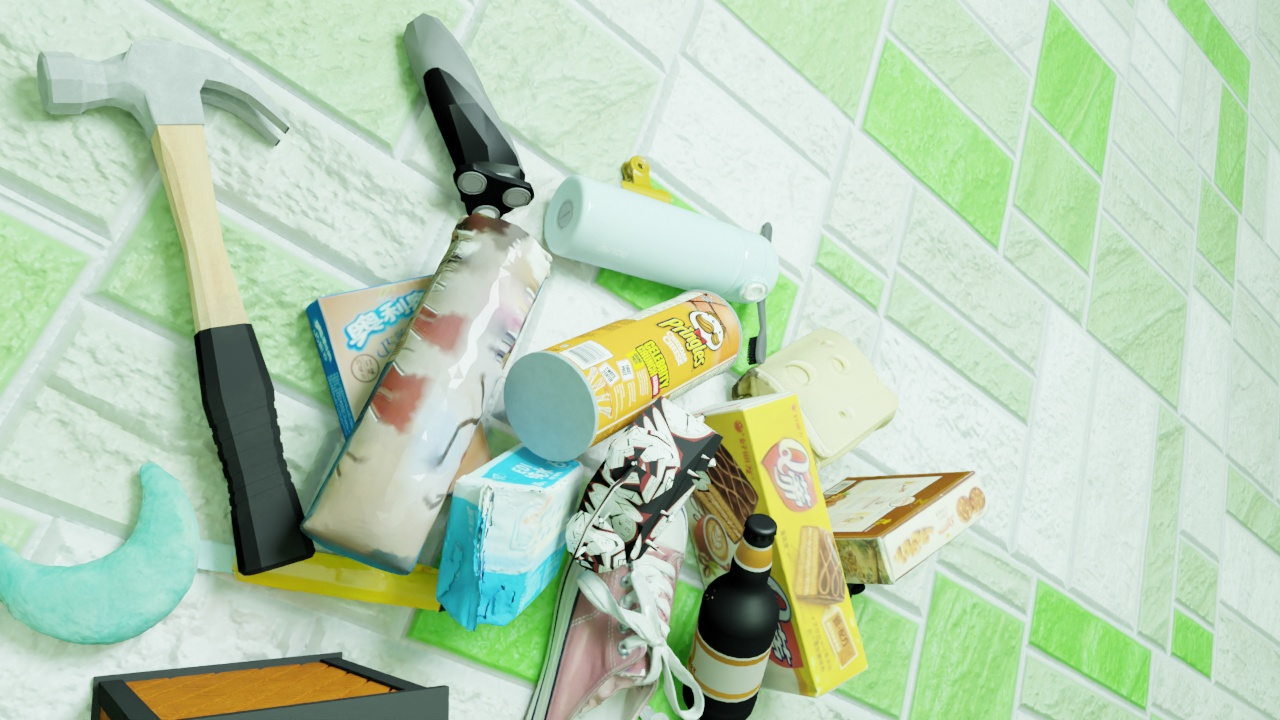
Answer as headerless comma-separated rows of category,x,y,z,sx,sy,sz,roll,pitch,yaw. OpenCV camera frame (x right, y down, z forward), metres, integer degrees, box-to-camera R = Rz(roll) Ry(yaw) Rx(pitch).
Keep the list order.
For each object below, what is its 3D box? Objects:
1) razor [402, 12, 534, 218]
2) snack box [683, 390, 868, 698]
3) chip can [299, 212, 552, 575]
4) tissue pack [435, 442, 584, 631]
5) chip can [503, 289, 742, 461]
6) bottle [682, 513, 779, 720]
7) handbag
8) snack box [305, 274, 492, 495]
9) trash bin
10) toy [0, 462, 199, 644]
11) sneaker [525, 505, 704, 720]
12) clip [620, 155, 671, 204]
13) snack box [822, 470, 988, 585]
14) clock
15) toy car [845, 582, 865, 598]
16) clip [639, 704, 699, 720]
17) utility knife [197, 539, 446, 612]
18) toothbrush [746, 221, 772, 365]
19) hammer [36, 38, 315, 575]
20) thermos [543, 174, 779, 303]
razor,-0.132,-0.182,0.681,0.060,0.057,0.156,-9,77,-65
snack box,0.099,0.147,0.746,0.061,0.110,0.230,-14,90,-36
chip can,-0.130,0.017,0.583,0.080,0.080,0.229,34,63,-26
tissue pack,-0.085,0.109,0.605,0.062,0.144,0.093,16,97,9
chip can,-0.004,0.004,0.681,0.214,0.075,0.075,-25,97,-55
bottle,0.074,0.193,0.691,0.059,0.059,0.182,-15,127,-36
handbag,0.152,0.039,0.824,0.119,0.081,0.111,-29,84,-33
snack box,-0.163,0.023,0.630,0.087,0.034,0.151,-18,91,-37
trash bin,-0.200,0.239,0.476,0.139,0.172,0.139,6,78,-35
toy,-0.299,0.115,0.519,0.105,0.033,0.085,-34,90,-34
sneaker,-0.011,0.199,0.671,0.118,0.088,0.240,32,63,-26
clip,-0.004,-0.149,0.788,0.054,0.045,0.049,6,35,-34
snack box,0.198,0.143,0.795,0.142,0.147,0.041,-22,95,-37
clock,0.005,0.091,0.622,0.065,0.115,0.154,34,23,14
toy car,0.165,0.205,0.829,0.111,0.034,0.046,-24,97,-40
clip,0.039,0.307,0.738,0.058,0.050,0.102,-35,103,-42
utility knife,-0.202,0.136,0.592,0.179,0.017,0.030,20,65,-31
toothbrush,0.111,-0.064,0.833,0.013,0.013,0.167,45,43,-40
hammer,-0.260,-0.034,0.563,0.130,0.039,0.328,-12,86,-38
thermos,0.025,-0.096,0.766,0.206,0.065,0.078,12,34,-33
